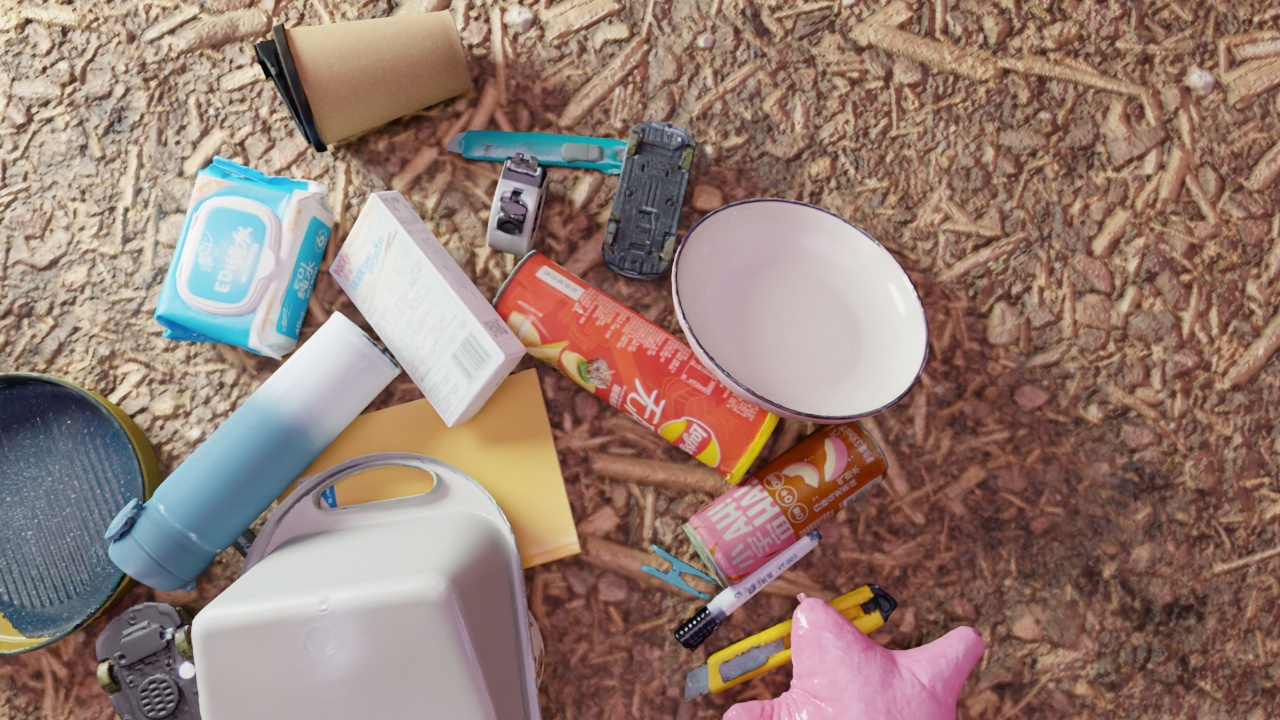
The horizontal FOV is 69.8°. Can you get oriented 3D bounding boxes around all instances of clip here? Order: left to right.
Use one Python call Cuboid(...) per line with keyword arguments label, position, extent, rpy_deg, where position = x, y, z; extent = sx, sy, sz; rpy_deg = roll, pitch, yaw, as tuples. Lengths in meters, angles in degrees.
Cuboid(label="clip", position=(0.028, 0.157, 0.675), extent=(0.057, 0.014, 0.046), rpy_deg=(25, 81, 3))

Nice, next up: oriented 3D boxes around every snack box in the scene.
Cuboid(label="snack box", position=(-0.155, -0.037, 0.658), extent=(0.157, 0.026, 0.085), rpy_deg=(51, 124, 11))

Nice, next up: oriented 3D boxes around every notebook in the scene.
Cuboid(label="notebook", position=(-0.159, 0.097, 0.666), extent=(0.206, 0.010, 0.145), rpy_deg=(-16, 71, -3))

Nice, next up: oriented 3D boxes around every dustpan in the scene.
Cuboid(label="dustpan", position=(-0.172, 0.201, 0.609), extent=(0.223, 0.142, 0.258), rpy_deg=(-9, 98, 6))

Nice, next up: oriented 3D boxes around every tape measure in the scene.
Cuboid(label="tape measure", position=(-0.091, -0.112, 0.680), extent=(0.033, 0.066, 0.066), rpy_deg=(14, 81, -2))

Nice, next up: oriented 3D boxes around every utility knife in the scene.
Cuboid(label="utility knife", position=(-0.071, -0.163, 0.714), extent=(0.160, 0.013, 0.029), rpy_deg=(4, 83, -1))
Cuboid(label="utility knife", position=(0.109, 0.208, 0.669), extent=(0.173, 0.015, 0.033), rpy_deg=(-23, 81, -4))

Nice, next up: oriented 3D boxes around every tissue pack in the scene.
Cuboid(label="tissue pack", position=(-0.290, -0.074, 0.673), extent=(0.090, 0.063, 0.140), rpy_deg=(14, 83, 1))

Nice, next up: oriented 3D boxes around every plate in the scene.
Cuboid(label="plate", position=(0.112, -0.033, 0.662), extent=(0.192, 0.039, 0.192), rpy_deg=(7, 56, -11))

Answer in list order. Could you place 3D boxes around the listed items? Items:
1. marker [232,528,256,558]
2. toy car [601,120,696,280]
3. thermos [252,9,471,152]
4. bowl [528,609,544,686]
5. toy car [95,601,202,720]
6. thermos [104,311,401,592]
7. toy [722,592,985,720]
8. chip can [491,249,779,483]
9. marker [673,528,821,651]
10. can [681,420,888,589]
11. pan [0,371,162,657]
Cuboid(label="marker", position=(-0.267, 0.154, 0.669), extent=(0.124, 0.015, 0.018), rpy_deg=(43, 81, 6))
Cuboid(label="toy car", position=(0.006, -0.121, 0.697), extent=(0.054, 0.037, 0.120), rpy_deg=(13, 87, -2))
Cuboid(label="thermos", position=(-0.204, -0.214, 0.684), extent=(0.143, 0.093, 0.093), rpy_deg=(-19, 83, -11))
Cuboid(label="bowl", position=(-0.126, 0.214, 0.642), extent=(0.113, 0.062, 0.113), rpy_deg=(0, 84, 0))
Cuboid(label="toy car", position=(-0.325, 0.245, 0.643), extent=(0.070, 0.042, 0.158), rpy_deg=(-22, 85, -4))
Cuboid(label="thermos", position=(-0.267, 0.063, 0.640), extent=(0.070, 0.070, 0.220), rpy_deg=(41, 75, 4))
Cuboid(label="toy", position=(0.156, 0.241, 0.637), extent=(0.194, 0.075, 0.178), rpy_deg=(-22, 89, -7))
Cuboid(label="chip can", position=(-0.004, 0.004, 0.665), extent=(0.216, 0.073, 0.073), rpy_deg=(32, 83, 2))
Cuboid(label="marker", position=(0.080, 0.166, 0.674), extent=(0.130, 0.018, 0.022), rpy_deg=(-37, 110, -5))
Cuboid(label="can", position=(0.105, 0.100, 0.662), extent=(0.147, 0.058, 0.058), rpy_deg=(-34, 85, -5))
Cuboid(label="pan", position=(-0.479, 0.034, 0.648), extent=(0.197, 0.078, 0.357), rpy_deg=(-26, 84, -5))
